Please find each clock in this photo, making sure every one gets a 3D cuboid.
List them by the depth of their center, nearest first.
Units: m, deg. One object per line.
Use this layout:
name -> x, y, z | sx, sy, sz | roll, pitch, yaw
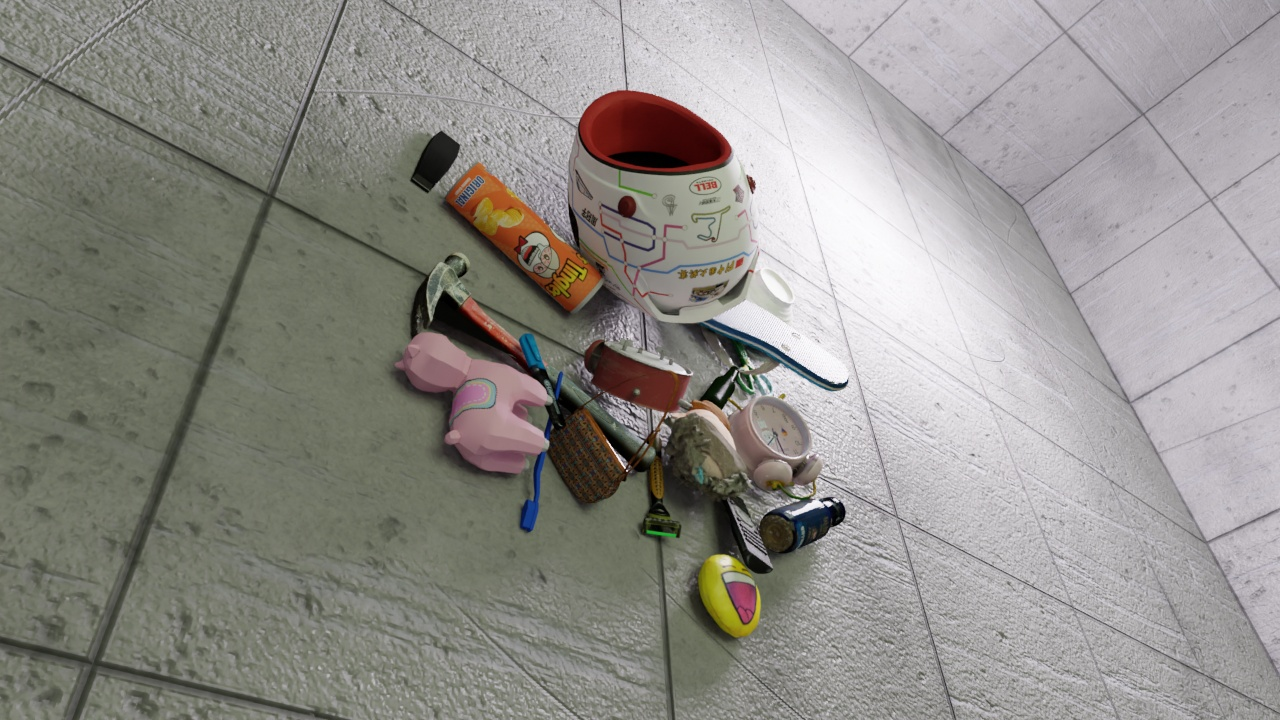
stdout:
clock -> -0.006, 0.007, 1.085 | 0.109, 0.062, 0.157 | 13, 10, -34
clock -> 0.178, 0.118, 1.215 | 0.116, 0.059, 0.157 | -1, 55, -36

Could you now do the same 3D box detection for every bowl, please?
bowl -> 0.193, -0.098, 1.457 | 0.177, 0.071, 0.177 | 30, 35, -24

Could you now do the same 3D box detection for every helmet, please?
helmet -> 0.024, -0.189, 1.211 | 0.230, 0.236, 0.314 | -14, 42, -20

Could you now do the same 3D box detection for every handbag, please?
handbag -> -0.019, 0.065, 0.932 | 0.043, 0.196, 0.093 | -17, 67, -48

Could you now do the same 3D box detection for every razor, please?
razor -> 0.020, 0.141, 1.059 | 0.044, 0.021, 0.143 | 11, 45, -14

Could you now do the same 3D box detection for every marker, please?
marker -> -0.104, 0.021, 0.974 | 0.018, 0.015, 0.123 | 6, 49, -43

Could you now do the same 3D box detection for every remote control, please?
remote control -> 0.120, 0.199, 1.091 | 0.045, 0.021, 0.140 | 40, 15, -24
remote control -> -0.256, -0.250, 1.147 | 0.039, 0.010, 0.124 | 36, 36, -19

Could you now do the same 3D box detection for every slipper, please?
slipper -> 0.167, -0.029, 1.349 | 0.295, 0.060, 0.118 | 30, 37, 8

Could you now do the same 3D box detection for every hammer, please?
hammer -> -0.113, 0.018, 1.017 | 0.326, 0.036, 0.140 | 41, 32, -11

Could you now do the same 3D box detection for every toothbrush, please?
toothbrush -> -0.101, 0.088, 0.946 | 0.011, 0.017, 0.186 | 24, 53, -22

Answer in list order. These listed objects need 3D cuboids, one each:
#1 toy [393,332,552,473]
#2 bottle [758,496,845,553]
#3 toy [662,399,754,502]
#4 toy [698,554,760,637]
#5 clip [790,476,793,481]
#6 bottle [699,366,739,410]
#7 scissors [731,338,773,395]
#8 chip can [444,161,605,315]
toy -> -0.167, 0.039, 0.907 | 0.157, 0.067, 0.123 | 26, 40, -24
bottle -> 0.213, 0.208, 1.185 | 0.160, 0.056, 0.056 | -5, 60, -52
toy -> 0.076, 0.102, 1.111 | 0.133, 0.076, 0.175 | 53, 20, -12
toy -> 0.098, 0.259, 1.013 | 0.095, 0.041, 0.094 | 24, 43, -44
clip -> 0.205, 0.142, 1.275 | 0.059, 0.023, 0.039 | 32, 41, -21
bottle -> 0.113, 0.038, 1.264 | 0.033, 0.033, 0.122 | 47, 32, -3
scissors -> 0.166, 0.006, 1.375 | 0.078, 0.013, 0.131 | 22, 39, -28
chip can -> -0.141, -0.149, 1.131 | 0.210, 0.062, 0.062 | 42, 33, -10
